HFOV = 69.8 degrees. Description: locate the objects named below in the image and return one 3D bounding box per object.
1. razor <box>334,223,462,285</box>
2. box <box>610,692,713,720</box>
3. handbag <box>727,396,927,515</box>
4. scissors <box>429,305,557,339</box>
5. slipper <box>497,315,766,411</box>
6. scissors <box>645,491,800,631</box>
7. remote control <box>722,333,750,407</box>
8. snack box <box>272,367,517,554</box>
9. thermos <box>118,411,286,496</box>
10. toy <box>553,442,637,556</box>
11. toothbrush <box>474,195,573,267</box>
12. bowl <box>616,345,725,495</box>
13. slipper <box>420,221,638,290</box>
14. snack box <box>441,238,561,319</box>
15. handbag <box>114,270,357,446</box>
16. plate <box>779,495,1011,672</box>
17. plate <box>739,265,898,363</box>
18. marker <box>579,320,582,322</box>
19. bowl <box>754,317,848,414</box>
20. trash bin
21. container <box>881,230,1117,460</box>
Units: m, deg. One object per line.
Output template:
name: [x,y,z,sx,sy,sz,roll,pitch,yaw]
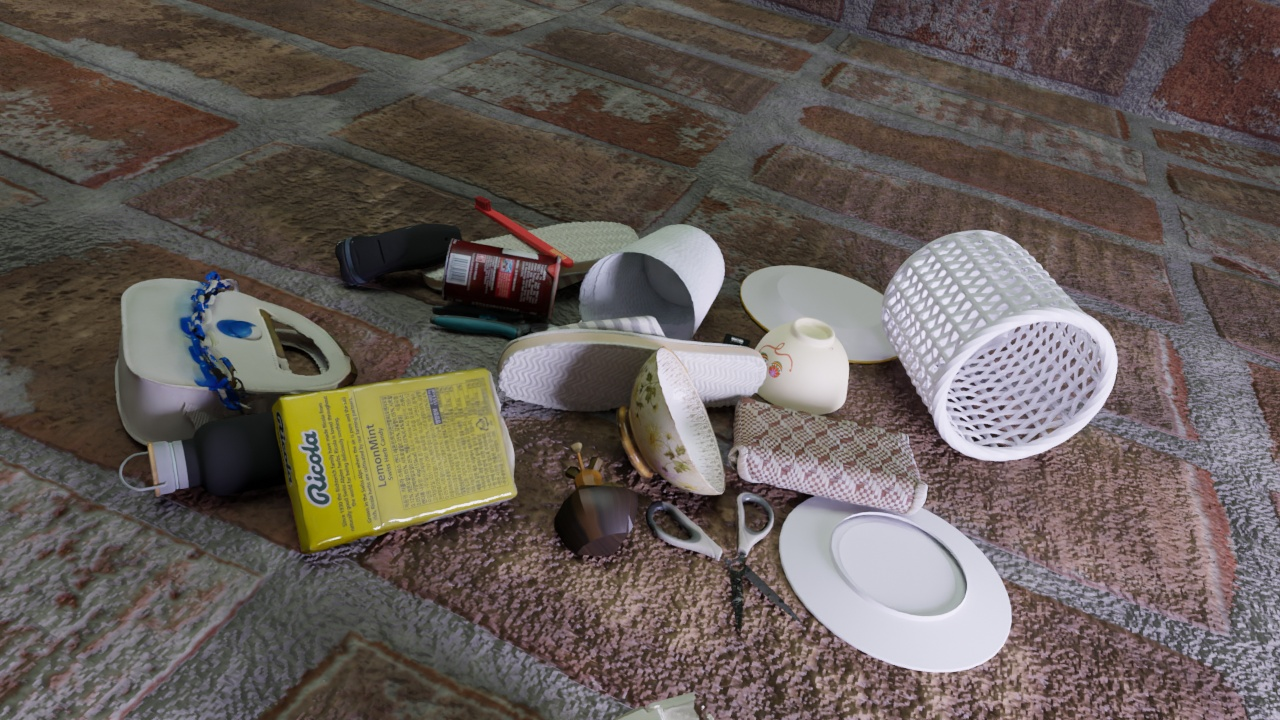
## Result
razor: [-0.273,-0.123,1.044,0.140,0.053,0.064,-14,3,-18]
box: [0.007,0.247,0.499,0.098,0.184,0.143,-7,34,-18]
handbag: [0.177,0.094,0.896,0.186,0.047,0.124,12,24,3]
scissors: [-0.156,-0.037,1.005,0.136,0.019,0.138,30,36,21]
slipper: [-0.005,0.005,0.914,0.272,0.115,0.054,3,53,-15]
scissors: [0.075,0.162,0.792,0.157,0.013,0.170,20,33,15]
remote control: [0.098,0.009,1.029,0.030,0.009,0.139,17,34,6]
snack box: [-0.195,0.076,0.749,0.180,0.045,0.121,-10,82,-32]
thermos: [-0.298,0.072,0.756,0.230,0.061,0.061,-9,39,-29]
toy: [-0.042,0.116,0.780,0.076,0.062,0.100,-24,53,8]
toothbrush: [-0.144,-0.158,1.099,0.012,0.018,0.212,-25,41,-30]
bowl: [0.022,0.065,0.844,0.063,0.145,0.145,-24,32,14]
slipper: [-0.130,-0.118,1.104,0.262,0.052,0.115,-10,35,-14]
snack box: [-0.151,-0.090,1.006,0.121,0.072,0.072,9,34,-6]
handbag: [-0.362,-0.007,0.833,0.199,0.093,0.200,-3,35,-33]
plate: [0.226,0.183,0.811,0.208,0.015,0.208,9,34,-6]
plate: [0.242,-0.071,1.183,0.229,0.021,0.229,9,34,-6]
marker: [-0.056,-0.047,1.052,0.017,0.017,0.145,22,34,13]
bowl: [0.182,-0.005,1.019,0.118,0.074,0.117,9,34,-6]
trash bin: [0.024,-0.083,1.041,0.133,0.133,0.160,22,30,13]
container: [0.382,-0.020,1.007,0.189,0.190,0.186,6,33,-11]
